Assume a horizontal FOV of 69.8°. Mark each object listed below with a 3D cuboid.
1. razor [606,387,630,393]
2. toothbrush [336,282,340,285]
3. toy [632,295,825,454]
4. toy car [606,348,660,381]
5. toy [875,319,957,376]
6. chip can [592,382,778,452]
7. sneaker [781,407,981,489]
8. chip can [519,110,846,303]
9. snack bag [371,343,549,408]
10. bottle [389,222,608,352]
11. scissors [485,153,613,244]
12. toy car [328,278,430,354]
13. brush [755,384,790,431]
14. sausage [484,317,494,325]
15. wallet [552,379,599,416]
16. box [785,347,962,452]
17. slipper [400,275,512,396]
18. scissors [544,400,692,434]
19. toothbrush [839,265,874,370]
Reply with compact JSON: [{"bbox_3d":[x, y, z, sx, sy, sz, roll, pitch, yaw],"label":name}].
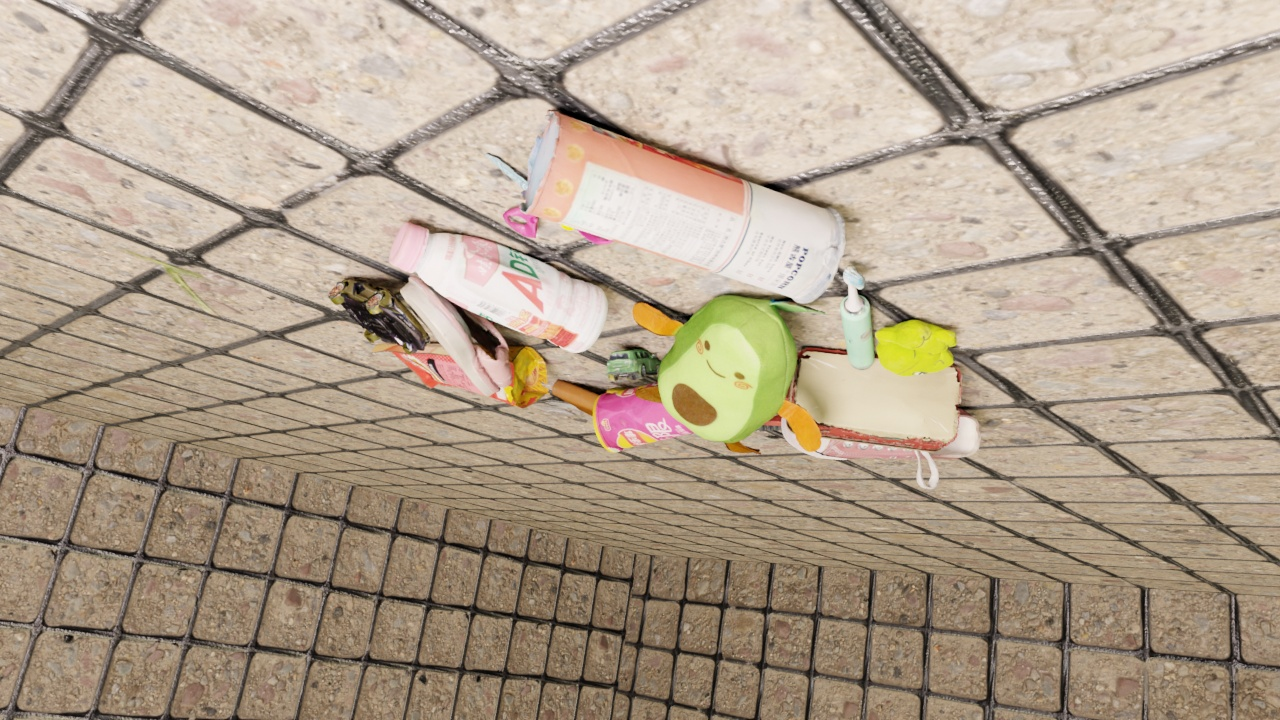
[{"bbox_3d":[0.000,0.055,1.230,0.043,0.028,0.132,22,178,43],"label":"razor"},{"bbox_3d":[-0.310,-0.050,1.067,0.016,0.018,0.181,3,164,9],"label":"toothbrush"},{"bbox_3d":[0.081,0.016,0.898,0.227,0.089,0.247,34,146,8],"label":"toy"},{"bbox_3d":[-0.006,0.006,1.052,0.043,0.036,0.091,-6,173,22],"label":"toy car"},{"bbox_3d":[0.259,-0.011,0.871,0.096,0.031,0.100,12,159,-12],"label":"toy"},{"bbox_3d":[0.051,0.050,1.040,0.211,0.071,0.071,-16,153,28],"label":"chip can"},{"bbox_3d":[0.281,0.076,1.025,0.241,0.118,0.088,7,-178,-13],"label":"sneaker"},{"bbox_3d":[0.030,-0.101,0.623,0.214,0.071,0.071,15,163,-20],"label":"chip can"},{"bbox_3d":[-0.224,0.014,1.162,0.208,0.073,0.128,6,161,29],"label":"snack bag"},{"bbox_3d":[-0.126,-0.069,0.828,0.196,0.068,0.068,22,159,-27],"label":"bottle"},{"bbox_3d":[-0.079,-0.122,0.712,0.126,0.017,0.133,-1,157,39],"label":"scissors"},{"bbox_3d":[-0.261,-0.046,0.931,0.158,0.042,0.070,18,150,47],"label":"toy car"},{"bbox_3d":[0.134,0.047,1.083,0.146,0.063,0.069,3,144,15],"label":"brush"},{"bbox_3d":[-0.164,-0.049,0.987,0.020,0.020,0.156,13,164,-14],"label":"sausage"},{"bbox_3d":[-0.043,0.069,1.257,0.131,0.035,0.119,20,167,24],"label":"wallet"},{"bbox_3d":[0.240,0.041,0.950,0.168,0.091,0.079,7,167,7],"label":"box"},{"bbox_3d":[-0.180,-0.028,0.940,0.114,0.054,0.274,48,171,11],"label":"slipper"},{"bbox_3d":[-0.029,0.086,1.359,0.235,0.021,0.137,4,163,15],"label":"scissors"},{"bbox_3d":[0.195,-0.037,0.828,0.027,0.026,0.224,42,176,24],"label":"toothbrush"}]
